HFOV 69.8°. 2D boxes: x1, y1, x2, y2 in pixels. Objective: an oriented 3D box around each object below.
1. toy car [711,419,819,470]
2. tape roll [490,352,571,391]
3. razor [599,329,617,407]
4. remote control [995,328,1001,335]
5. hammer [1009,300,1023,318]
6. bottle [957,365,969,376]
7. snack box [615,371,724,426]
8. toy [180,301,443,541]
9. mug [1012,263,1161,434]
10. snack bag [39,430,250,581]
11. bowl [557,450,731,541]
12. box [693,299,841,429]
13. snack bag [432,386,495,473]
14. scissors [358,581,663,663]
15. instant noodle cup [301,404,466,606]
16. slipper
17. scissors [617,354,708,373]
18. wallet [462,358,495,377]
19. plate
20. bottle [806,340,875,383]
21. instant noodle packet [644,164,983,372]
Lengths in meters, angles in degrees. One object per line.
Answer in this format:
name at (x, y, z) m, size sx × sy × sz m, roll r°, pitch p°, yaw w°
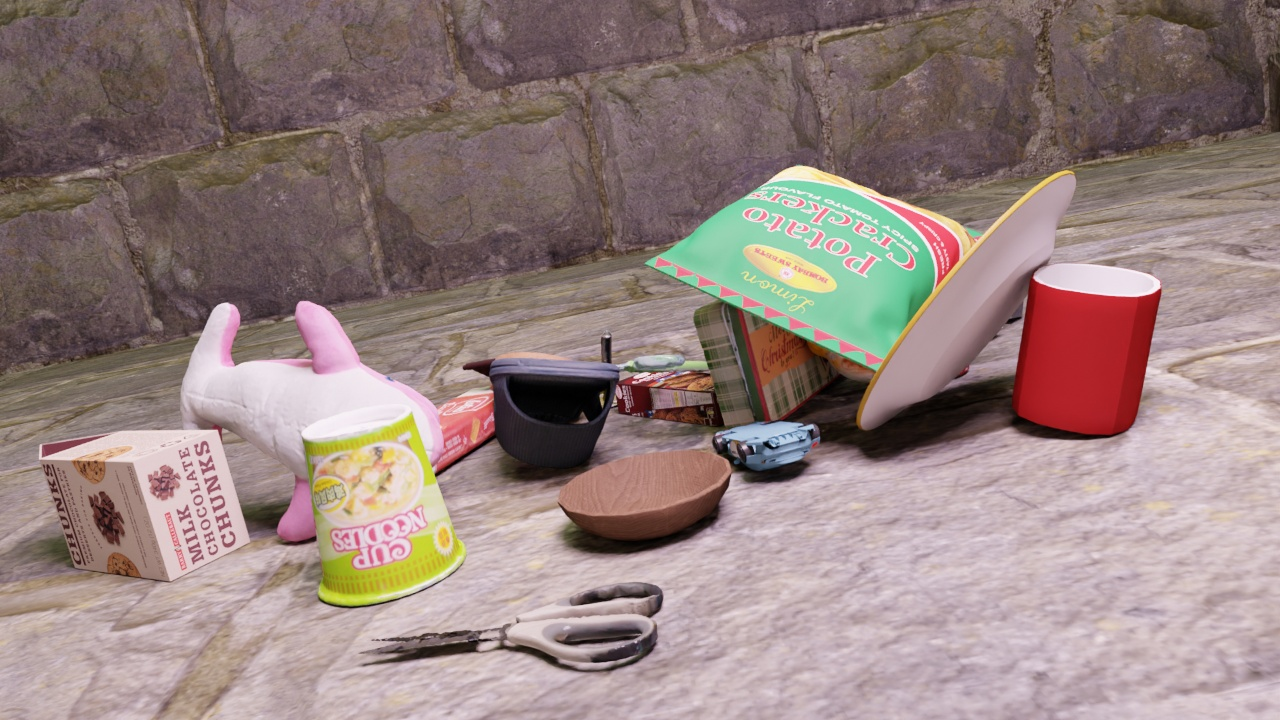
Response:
toy car at (0.092, 0.065, 0.682) m, size 0.060 × 0.027 × 0.108 m, roll -13°, pitch 2°, yaw -13°
tape roll at (-0.098, 0.020, 0.898) m, size 0.094 × 0.027 × 0.094 m, roll 5°, pitch -17°, yaw 1°
razor at (-0.033, 0.009, 0.911) m, size 0.042 × 0.106 × 0.026 m, roll -11°, pitch 50°, yaw -11°
remote control at (0.316, -0.029, 0.968) m, size 0.028 × 0.012 × 0.124 m, roll -21°, pitch 15°, yaw -41°
hammer at (0.256, -0.058, 1.055) m, size 0.323 × 0.043 × 0.155 m, roll -2°, pitch 4°, yaw 44°
bottle at (0.250, -0.041, 0.838) m, size 0.099 × 0.111 × 0.099 m, roll -10°, pitch 12°, yaw 2°
snack box at (0.040, 0.033, 0.869) m, size 0.050 × 0.032 × 0.141 m, roll -20°, pitch 14°, yaw -37°
toy at (-0.253, 0.046, 0.741) m, size 0.266 × 0.186 × 0.127 m, roll 11°, pitch 4°, yaw 24°
mug at (0.316, -0.015, 0.648) m, size 0.080 × 0.097 × 0.116 m, roll 13°, pitch 24°, yaw 32°
snack bag at (-0.423, 0.113, 0.748) m, size 0.207 × 0.094 × 0.069 m, roll -3°, pitch 14°, yaw 32°
bowl at (0.005, 0.093, 0.613) m, size 0.118 × 0.030 × 0.117 m, roll -10°, pitch 11°, yaw 2°
box at (0.128, -0.018, 0.831) m, size 0.050 × 0.117 × 0.205 m, roll -14°, pitch 6°, yaw 37°
snack bag at (-0.187, 0.069, 0.887) m, size 0.078 × 0.041 × 0.224 m, roll -8°, pitch 13°, yaw 23°
scissors at (-0.067, 0.143, 0.474) m, size 0.169 × 0.012 × 0.133 m, roll -12°, pitch 9°, yaw -22°
instant noodle cup at (-0.174, 0.090, 0.602) m, size 0.099 × 0.108 × 0.099 m, roll -10°, pitch 12°, yaw 2°
slipper at (-0.083, 0.051, 0.783) m, size 0.101 × 0.082 × 0.264 m, roll 7°, pitch -12°, yaw -10°
scissors at (-0.005, 0.005, 0.820) m, size 0.171 × 0.021 × 0.172 m, roll -4°, pitch 2°, yaw -30°
wallet at (-0.115, 0.016, 0.969) m, size 0.092 × 0.018 × 0.115 m, roll -8°, pitch -22°, yaw 41°
plate at (0.241, -0.033, 0.661) m, size 0.021 × 0.230 × 0.229 m, roll 43°, pitch 40°, yaw 23°
bottle at (0.196, -0.010, 0.789) m, size 0.063 × 0.063 × 0.108 m, roll -22°, pitch 51°, yaw -43°
instant noodle packet at (0.155, -0.089, 0.745) m, size 0.196 × 0.090 × 0.251 m, roll 27°, pitch 42°, yaw 25°
